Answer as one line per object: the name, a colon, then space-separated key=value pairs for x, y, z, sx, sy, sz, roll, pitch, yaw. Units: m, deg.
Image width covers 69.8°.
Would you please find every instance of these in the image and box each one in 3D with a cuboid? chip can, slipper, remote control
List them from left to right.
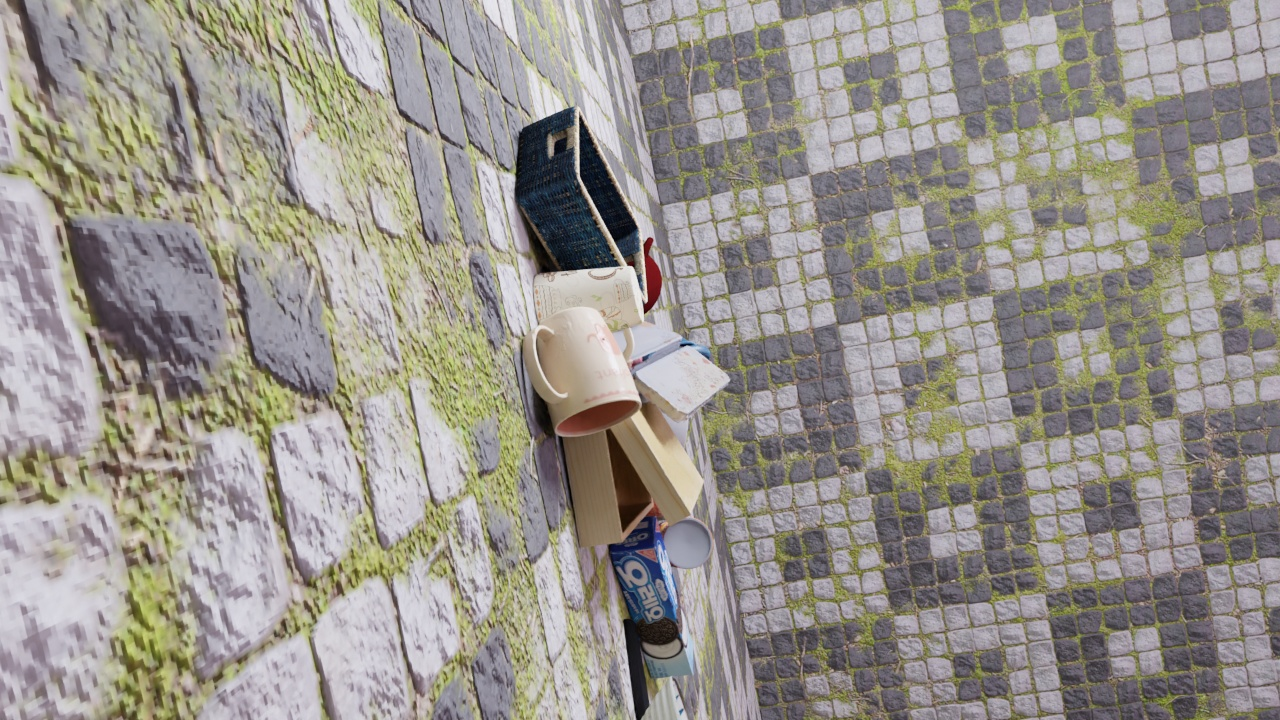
remote control: x=-0.003 y=0.354 z=1.032 sx=0.039 sy=0.010 sz=0.124 roll=57 pitch=23 yaw=-73
slipper: x=0.026 y=0.000 z=1.337 sx=0.214 sy=0.103 sz=0.059 roll=157 pitch=-83 yaw=-70
chip can: x=0.048 y=0.242 z=1.213 sx=0.210 sy=0.062 sz=0.062 roll=114 pitch=-33 yaw=-77

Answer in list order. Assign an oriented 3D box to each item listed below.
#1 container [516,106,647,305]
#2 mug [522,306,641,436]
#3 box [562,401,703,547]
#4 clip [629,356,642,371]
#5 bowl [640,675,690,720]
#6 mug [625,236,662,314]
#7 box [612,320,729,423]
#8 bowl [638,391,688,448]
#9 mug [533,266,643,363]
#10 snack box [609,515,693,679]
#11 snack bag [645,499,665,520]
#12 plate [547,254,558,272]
container: x=-0.062 y=-0.156 z=0.995 sx=0.145 sy=0.071 sz=0.187 roll=-94 pitch=161 yaw=-45
mug: x=-0.063 y=0.006 z=0.846 sx=0.111 sy=0.085 sz=0.104 roll=11 pitch=55 yaw=-51
box: x=0.002 y=0.109 z=1.004 sx=0.249 sy=0.123 sz=0.140 roll=10 pitch=74 yaw=-83
clip: x=-0.013 y=0.008 z=1.185 sx=0.058 sy=0.038 sz=0.022 roll=-90 pitch=165 yaw=-49
bowl: x=0.024 y=0.403 z=0.884 sx=0.177 sy=0.071 sz=0.177 roll=127 pitch=-54 yaw=-90
mug: x=-0.014 y=-0.096 z=1.103 sx=0.114 sy=0.087 sz=0.088 roll=-61 pitch=-176 yaw=19
box: x=0.018 y=0.009 z=1.068 sx=0.058 sy=0.154 sz=0.216 roll=-68 pitch=166 yaw=15
bowl: x=0.016 y=0.094 z=1.292 sx=0.132 sy=0.064 sz=0.132 roll=-173 pitch=-89 yaw=-76
mug: x=-0.045 y=-0.039 z=0.937 sx=0.081 sy=0.097 sz=0.122 roll=-86 pitch=163 yaw=-65
snack box: x=0.016 y=0.289 z=1.104 sx=0.059 sy=0.059 sz=0.227 roll=-82 pitch=161 yaw=-57
snack bag: x=0.024 y=0.182 z=1.251 sx=0.116 sy=0.077 sz=0.036 roll=69 pitch=15 yaw=-57
plate: x=-0.077 y=-0.088 z=1.086 sx=0.172 sy=0.019 sz=0.173 roll=-10 pitch=89 yaw=-83
